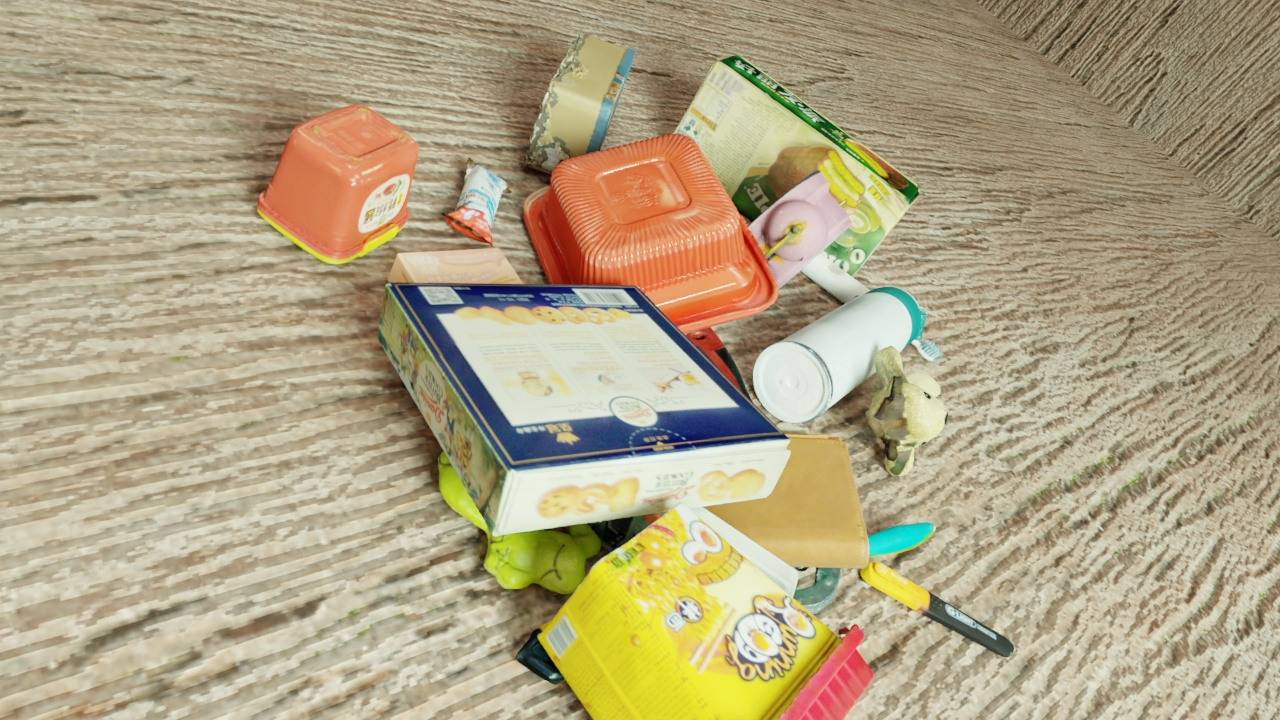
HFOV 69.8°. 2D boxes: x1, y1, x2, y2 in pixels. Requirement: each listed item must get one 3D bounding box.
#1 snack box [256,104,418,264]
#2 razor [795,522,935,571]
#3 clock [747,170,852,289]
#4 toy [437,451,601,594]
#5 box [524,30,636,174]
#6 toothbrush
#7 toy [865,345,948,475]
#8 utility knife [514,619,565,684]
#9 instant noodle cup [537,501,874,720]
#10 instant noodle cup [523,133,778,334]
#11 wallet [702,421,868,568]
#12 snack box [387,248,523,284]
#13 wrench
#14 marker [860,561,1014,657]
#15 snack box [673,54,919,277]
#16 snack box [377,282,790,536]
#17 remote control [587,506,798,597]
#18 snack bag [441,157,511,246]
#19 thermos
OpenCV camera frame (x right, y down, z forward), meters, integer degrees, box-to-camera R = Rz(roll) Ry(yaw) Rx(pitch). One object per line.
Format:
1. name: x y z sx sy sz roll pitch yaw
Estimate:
1. snack box: -0.201 -0.123 0.620 0.082 0.080 0.091 34 37 3
2. razor: 0.153 0.125 0.640 0.132 0.028 0.043 0 35 -29
3. clock: 0.126 -0.105 0.815 0.060 0.117 0.158 50 36 4
4. toy: -0.068 0.085 0.521 0.096 0.031 0.100 13 45 -25
5. box: -0.053 -0.239 0.857 0.063 0.090 0.183 22 39 -5
6. toothbrush: 0.204 -0.069 0.904 0.221 0.026 0.026 39 62 7
7. toy: 0.219 0.040 0.739 0.066 0.105 0.157 1 4 24
8. utility knife: 0.008 0.140 0.528 0.189 0.015 0.033 -11 57 -44
9. instant noodle cup: 0.026 0.147 0.446 0.123 0.116 0.116 46 38 15
10. instant noodle cup: 0.002 -0.103 0.703 0.164 0.079 0.188 -17 53 -10
11. wallet: 0.072 0.085 0.588 0.132 0.031 0.107 2 42 -2
12. snack box: -0.098 -0.013 0.615 0.084 0.026 0.157 -10 53 -42
13. wrench: 0.077 0.060 0.651 0.056 0.016 0.273 -8 43 -11
14. marker: 0.208 0.173 0.638 0.124 0.015 0.018 30 41 -6
15. snack box: 0.152 -0.195 0.935 0.240 0.115 0.063 38 36 7
16. snack box: -0.036 0.016 0.532 0.177 0.046 0.182 -2 35 -35
17. remote control: 0.023 0.106 0.518 0.135 0.056 0.019 32 30 22
18. snack bag: -0.127 -0.125 0.724 0.048 0.026 0.104 34 35 -19
19. thermos: 0.177 -0.014 0.790 0.073 0.073 0.223 44 37 15
